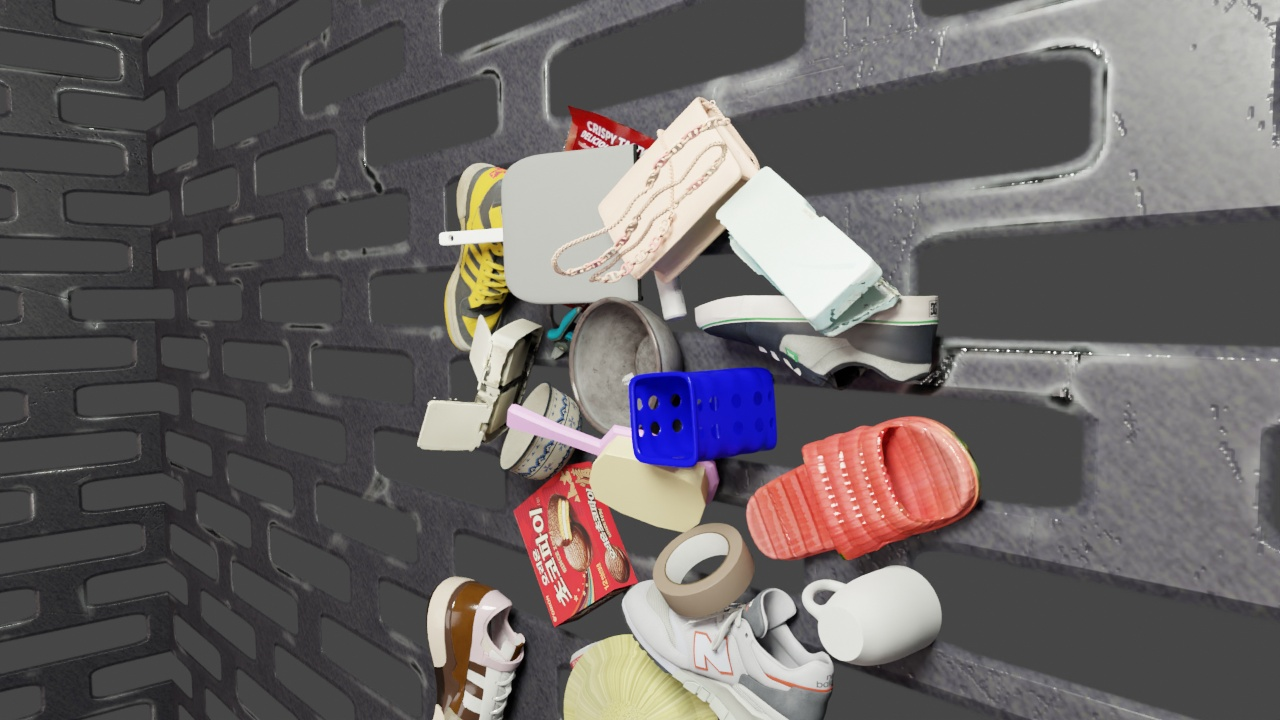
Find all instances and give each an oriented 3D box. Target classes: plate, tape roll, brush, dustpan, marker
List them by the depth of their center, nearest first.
[{"bbox_3d":[0.060,0.199,0.875,0.094,0.093,0.030,1,128,48],"label":"tape roll"},{"bbox_3d":[-0.035,0.102,0.929,0.229,0.043,0.089,20,132,7],"label":"brush"},{"bbox_3d":[0.024,-0.104,0.955,0.025,0.025,0.126,-21,78,47],"label":"marker"},{"bbox_3d":[-0.010,0.389,0.972,0.185,0.036,0.184,-1,89,26],"label":"plate"},{"bbox_3d":[-0.117,-0.143,1.016,0.258,0.033,0.163,-1,93,21],"label":"dustpan"}]

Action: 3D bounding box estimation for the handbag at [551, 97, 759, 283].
[{"bbox_3d":[0.008,-0.174,0.840,0.199,0.186,0.116,-43,63,28],"label":"handbag"}]

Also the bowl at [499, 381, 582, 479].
[{"bbox_3d":[-0.111,0.089,1.075,0.116,0.059,0.115,-50,23,29],"label":"bowl"}]

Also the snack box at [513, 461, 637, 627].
[{"bbox_3d":[-0.081,0.219,1.091,0.133,0.035,0.152,-42,62,42],"label":"snack box"}]

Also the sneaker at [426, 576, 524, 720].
[{"bbox_3d":[-0.202,0.435,1.212,0.117,0.111,0.294,0,93,28],"label":"sneaker"}]

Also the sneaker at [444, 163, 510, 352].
[{"bbox_3d":[-0.172,-0.117,1.129,0.122,0.085,0.239,19,108,45],"label":"sneaker"}]

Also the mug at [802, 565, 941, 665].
[{"bbox_3d":[0.177,0.208,0.759,0.107,0.089,0.071,15,104,47],"label":"mug"}]

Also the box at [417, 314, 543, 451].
[{"bbox_3d":[-0.196,0.026,1.089,0.081,0.181,0.144,22,108,10],"label":"box"}]

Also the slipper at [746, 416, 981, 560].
[{"bbox_3d":[0.170,0.118,0.785,0.250,0.059,0.103,-30,71,47],"label":"slipper"}]

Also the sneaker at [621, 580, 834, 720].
[{"bbox_3d":[0.092,0.262,0.873,0.240,0.088,0.124,39,117,30],"label":"sneaker"}]

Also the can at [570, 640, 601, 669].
[{"bbox_3d":[-0.039,0.373,1.044,0.054,0.054,0.096,-49,58,39],"label":"can"}]

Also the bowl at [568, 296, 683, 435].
[{"bbox_3d":[-0.006,0.005,0.965,0.145,0.067,0.145,5,97,48],"label":"bowl"}]

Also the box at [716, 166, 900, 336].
[{"bbox_3d":[0.127,-0.091,0.752,0.198,0.086,0.073,-122,17,-53],"label":"box"}]

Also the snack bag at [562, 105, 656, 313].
[{"bbox_3d":[-0.061,-0.165,1.019,0.139,0.066,0.208,35,117,33],"label":"snack bag"}]

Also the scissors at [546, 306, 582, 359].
[{"bbox_3d":[-0.086,-0.032,1.057,0.130,0.135,0.019,11,58,33],"label":"scissors"}]

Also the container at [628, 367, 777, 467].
[{"bbox_3d":[0.060,0.050,0.859,0.085,0.113,0.084,-3,91,48],"label":"container"}]

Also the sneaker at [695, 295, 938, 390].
[{"bbox_3d":[0.140,-0.016,0.790,0.236,0.084,0.079,4,96,45],"label":"sneaker"}]
